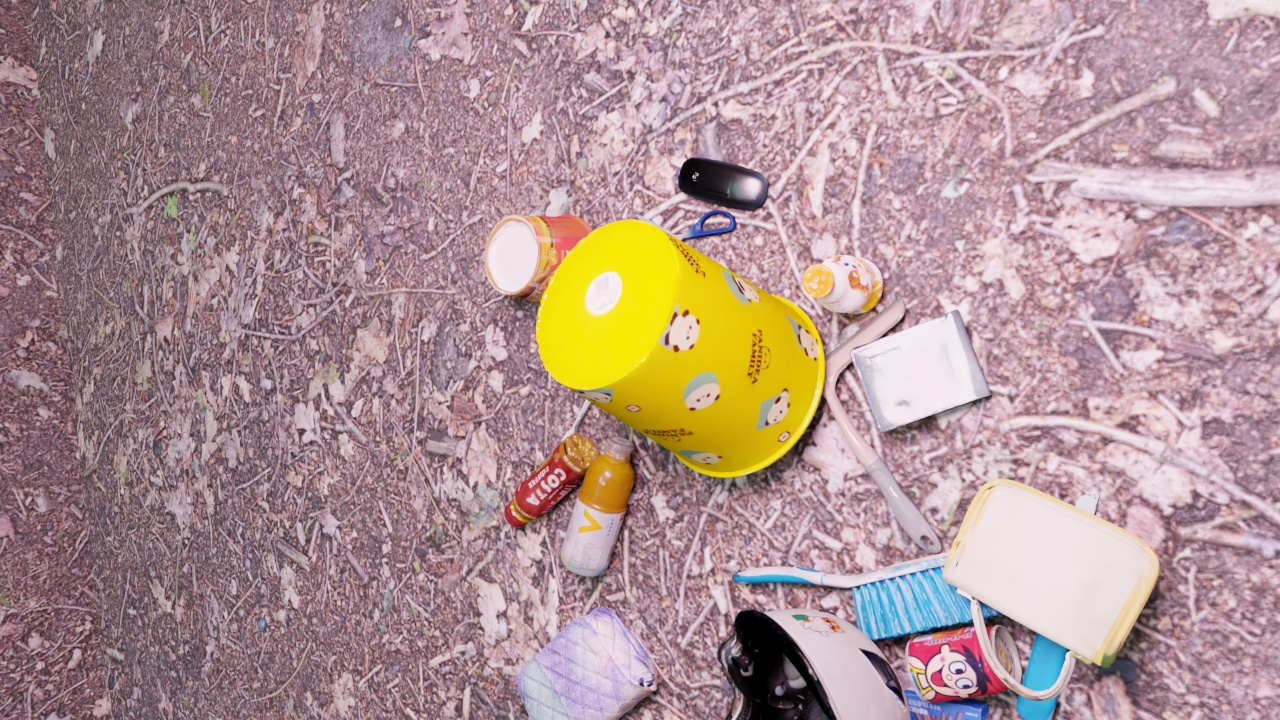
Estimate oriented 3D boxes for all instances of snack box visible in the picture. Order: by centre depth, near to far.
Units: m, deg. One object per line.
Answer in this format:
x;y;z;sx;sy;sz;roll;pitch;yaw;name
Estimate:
0.316;0.428;0.952;0.085;0.026;0.157;-1;89;39;snack box

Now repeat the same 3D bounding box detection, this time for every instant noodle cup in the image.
-0.143;-0.141;1.272;0.138;0.108;0.138;-1;89;39;instant noodle cup

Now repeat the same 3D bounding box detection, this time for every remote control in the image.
0.096;-0.220;1.135;0.136;0.024;0.053;22;104;37;remote control

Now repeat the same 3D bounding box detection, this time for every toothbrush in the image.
-0.064;0.045;1.268;0.016;0.016;0.180;39;110;30;toothbrush

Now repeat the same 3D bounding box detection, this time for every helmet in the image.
0.194;0.372;0.954;0.230;0.156;0.274;34;128;57;helmet

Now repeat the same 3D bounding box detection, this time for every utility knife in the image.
0.406;0.241;0.886;0.034;0.018;0.238;15;99;32;utility knife

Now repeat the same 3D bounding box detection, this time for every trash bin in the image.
0.039;-0.014;0.994;0.230;0.255;0.229;-18;60;33;trash bin

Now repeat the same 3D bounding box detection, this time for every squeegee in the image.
0.250;0.101;1.001;0.248;0.040;0.249;-42;65;30;squeegee

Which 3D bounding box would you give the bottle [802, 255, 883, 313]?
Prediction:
0.215;-0.082;0.985;0.063;0.108;0.063;1;91;38;bottle

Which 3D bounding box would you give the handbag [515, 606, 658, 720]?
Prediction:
-0.073;0.429;1.233;0.194;0.075;0.134;-48;66;29;handbag

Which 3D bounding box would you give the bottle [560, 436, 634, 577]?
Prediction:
-0.052;0.193;1.221;0.068;0.067;0.190;27;106;36;bottle

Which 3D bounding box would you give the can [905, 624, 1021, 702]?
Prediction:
0.324;0.304;0.921;0.094;0.066;0.066;-25;74;35;can

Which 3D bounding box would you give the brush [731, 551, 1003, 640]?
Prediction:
0.234;0.256;1.007;0.315;0.060;0.109;-27;68;38;brush

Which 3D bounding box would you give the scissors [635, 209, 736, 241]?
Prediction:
0.055;-0.146;1.175;0.163;0.012;0.164;-31;70;35;scissors

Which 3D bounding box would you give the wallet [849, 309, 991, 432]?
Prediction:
0.291;0.012;0.963;0.121;0.019;0.097;-22;75;19;wallet

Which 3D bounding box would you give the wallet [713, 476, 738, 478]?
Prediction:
0.101;0.070;1.116;0.130;0.035;0.119;44;112;42;wallet

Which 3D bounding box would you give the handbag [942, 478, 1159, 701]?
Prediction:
0.369;0.218;0.858;0.163;0.063;0.179;27;93;31;handbag

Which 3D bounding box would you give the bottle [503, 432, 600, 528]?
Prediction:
-0.129;0.173;1.289;0.175;0.057;0.057;-45;63;29;bottle
